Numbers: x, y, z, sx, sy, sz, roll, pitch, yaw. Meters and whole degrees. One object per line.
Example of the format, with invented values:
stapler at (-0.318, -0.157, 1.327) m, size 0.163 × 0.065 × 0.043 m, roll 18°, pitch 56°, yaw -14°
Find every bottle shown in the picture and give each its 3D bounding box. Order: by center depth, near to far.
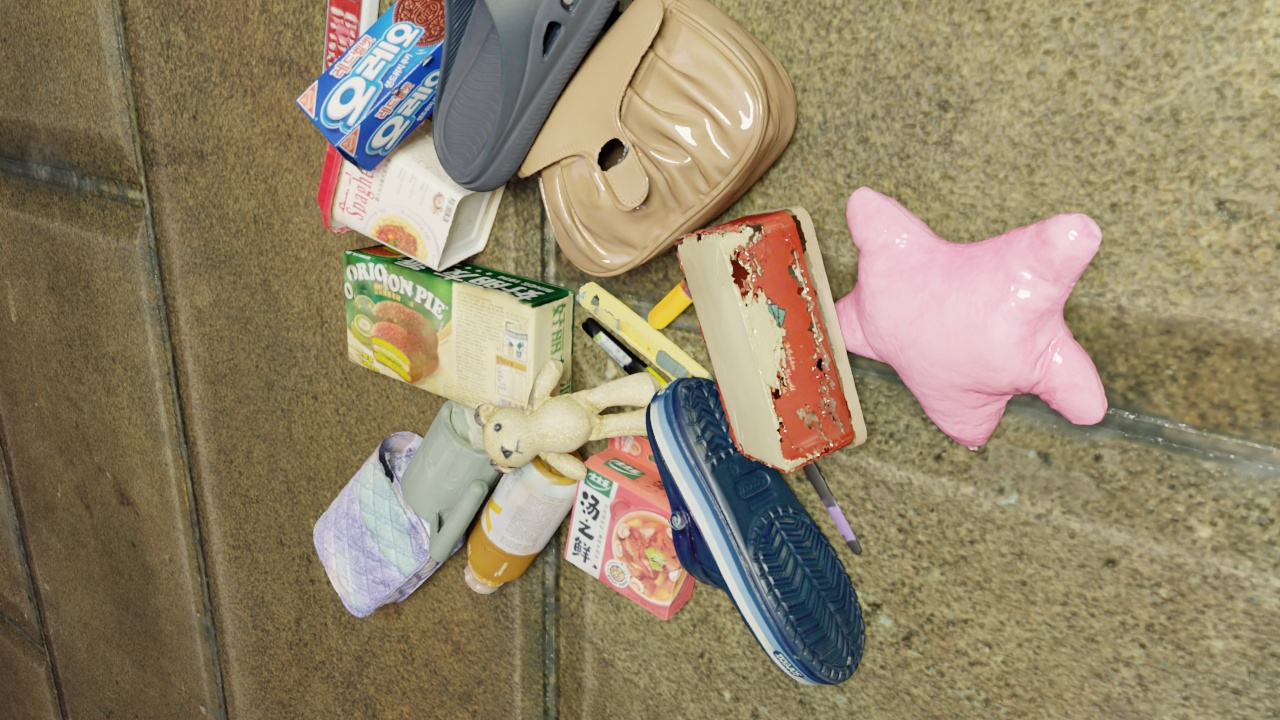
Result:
bottle at (-0.114, 0.150, 0.851) m, size 0.068 × 0.067 × 0.190 m, roll 45°, pitch 126°, yaw 16°

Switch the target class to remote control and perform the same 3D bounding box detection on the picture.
remote control at (-0.268, -0.300, 0.846) m, size 0.056 × 0.020 × 0.136 m, roll 30°, pitch 121°, yaw 24°

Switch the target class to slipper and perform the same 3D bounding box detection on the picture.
slipper at (-0.090, -0.230, 0.608) m, size 0.110 × 0.083 × 0.269 m, roll 50°, pitch 125°, yaw 27°
slipper at (0.070, 0.134, 0.685) m, size 0.095 × 0.104 × 0.253 m, roll -32°, pitch 85°, yaw 40°

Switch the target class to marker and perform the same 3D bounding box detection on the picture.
marker at (0.048, -0.064, 0.694) m, size 0.018 × 0.015 × 0.124 m, roll 53°, pitch 126°, yaw 8°
marker at (-0.004, 0.004, 0.756) m, size 0.124 × 0.015 × 0.018 m, roll 42°, pitch 132°, yaw 22°

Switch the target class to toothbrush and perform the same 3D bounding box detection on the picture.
toothbrush at (0.116, 0.063, 0.685) m, size 0.014 × 0.016 × 0.189 m, roll -31°, pitch 87°, yaw 39°

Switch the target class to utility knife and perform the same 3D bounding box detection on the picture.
utility knife at (0.005, -0.015, 0.744) m, size 0.151 × 0.018 × 0.031 m, roll 41°, pitch 119°, yaw 24°

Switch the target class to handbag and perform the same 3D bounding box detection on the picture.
handbag at (0.001, -0.154, 0.642) m, size 0.205 × 0.099 × 0.148 m, roll -38°, pitch 85°, yaw 39°
handbag at (-0.268, 0.177, 0.973) m, size 0.194 × 0.075 × 0.134 m, roll -42°, pitch 75°, yaw 37°

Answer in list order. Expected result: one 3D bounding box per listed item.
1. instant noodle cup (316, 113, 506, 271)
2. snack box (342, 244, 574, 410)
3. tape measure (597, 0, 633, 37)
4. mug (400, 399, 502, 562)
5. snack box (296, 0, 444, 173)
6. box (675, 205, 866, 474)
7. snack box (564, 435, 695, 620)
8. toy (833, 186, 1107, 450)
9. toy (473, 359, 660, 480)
instant noodle cup at (-0.193, -0.147, 0.790) m, size 0.124 × 0.116 × 0.117 m, roll 32°, pitch 123°, yaw 11°
snack box at (-0.170, -0.029, 0.836) m, size 0.240 × 0.063 × 0.114 m, roll 16°, pitch 114°, yaw 32°
tape measure at (-0.039, -0.256, 0.660) m, size 0.066 × 0.065 × 0.034 m, roll 30°, pitch 117°, yaw 26°
mug at (-0.166, 0.107, 0.850) m, size 0.104 × 0.083 × 0.123 m, roll -56°, pitch 29°, yaw 33°
snack box at (-0.162, -0.237, 0.696) m, size 0.207 × 0.057 × 0.058 m, roll -44°, pitch 76°, yaw 2°
box at (0.081, -0.012, 0.618) m, size 0.091 × 0.079 × 0.168 m, roll 13°, pitch 122°, yaw 69°
snack box at (-0.002, 0.135, 0.777) m, size 0.113 × 0.044 × 0.127 m, roll 25°, pitch 118°, yaw 28°
toy at (0.188, -0.018, 0.567) m, size 0.195 × 0.074 × 0.179 m, roll 16°, pitch 129°, yaw 44°
toy at (-0.053, 0.051, 0.736) m, size 0.157 × 0.066 × 0.105 m, roll -14°, pitch 107°, yaw 8°
